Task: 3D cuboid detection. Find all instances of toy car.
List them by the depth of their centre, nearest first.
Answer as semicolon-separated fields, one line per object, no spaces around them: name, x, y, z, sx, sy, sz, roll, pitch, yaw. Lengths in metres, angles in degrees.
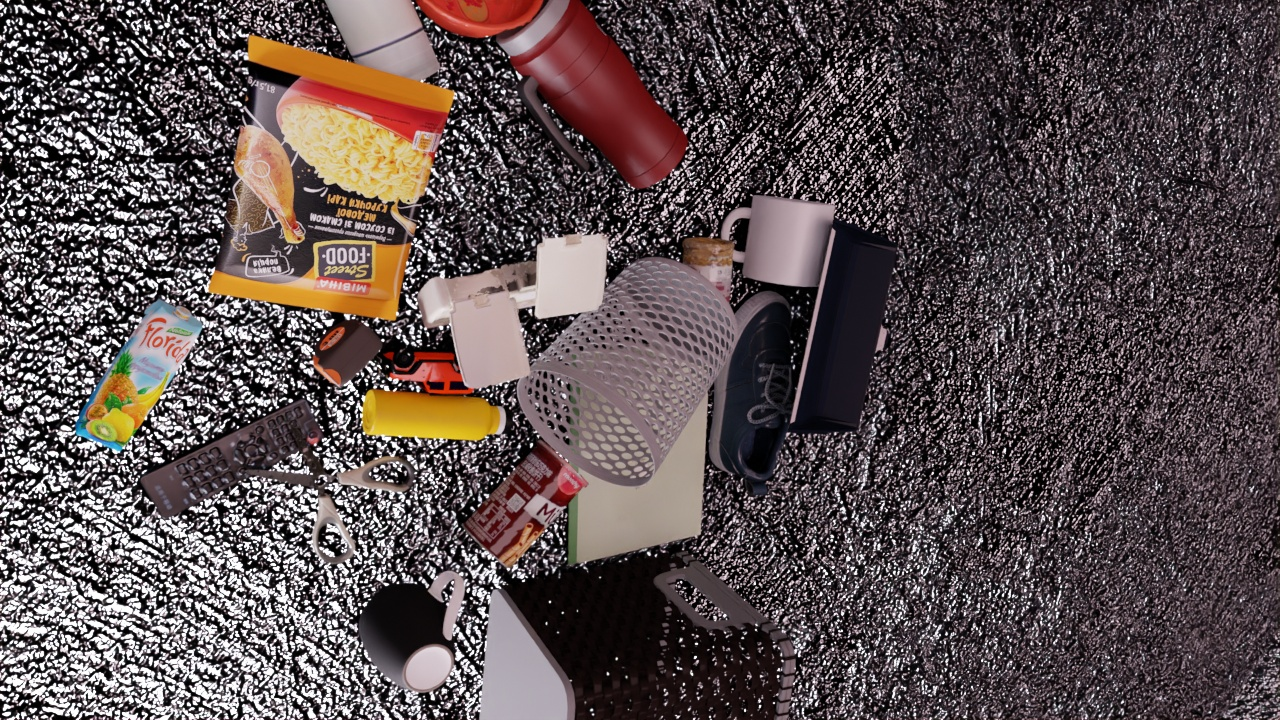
toy car;-0.202;0.007;0.878;0.100;0.051;0.049;1;103;-32

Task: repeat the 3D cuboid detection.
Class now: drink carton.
drink carton;-0.413;0.010;0.757;0.044;0.039;0.129;35;85;-34

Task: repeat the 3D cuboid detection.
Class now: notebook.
notebook;-0.001;0.103;1.057;0.181;0.010;0.253;-8;108;-30

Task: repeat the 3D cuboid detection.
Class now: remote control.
remote control;-0.364;0.084;0.822;0.150;0.022;0.047;-28;117;-24

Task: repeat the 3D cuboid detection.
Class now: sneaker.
sneaker;0.142;0.038;1.077;0.089;0.087;0.236;0;105;-32

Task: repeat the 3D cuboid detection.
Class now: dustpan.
dustpan;0.254;-0.032;1.096;0.272;0.080;0.236;-6;108;-74

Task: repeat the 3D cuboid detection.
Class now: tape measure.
tape measure;-0.266;-0.006;0.830;0.058;0.059;0.038;-51;125;-20

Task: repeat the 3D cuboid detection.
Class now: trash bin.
trash bin;-0.006;0.005;0.915;0.182;0.157;0.156;-52;126;-31

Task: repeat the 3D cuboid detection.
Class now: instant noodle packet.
instant noodle packet;-0.263;-0.143;0.779;0.159;0.032;0.221;9;116;-27

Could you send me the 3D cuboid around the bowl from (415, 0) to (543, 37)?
bowl;-0.150;-0.328;0.791;0.130;0.045;0.130;10;67;-23

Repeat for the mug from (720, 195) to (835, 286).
mug;0.151;-0.137;1.036;0.121;0.091;0.090;7;103;1

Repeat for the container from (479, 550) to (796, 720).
container;-0.018;0.374;0.991;0.243;0.247;0.246;0;105;-28

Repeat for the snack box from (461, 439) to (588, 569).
snack box;-0.120;0.150;0.960;0.121;0.072;0.072;-48;123;-10

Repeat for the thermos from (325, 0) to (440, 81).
thermos;-0.240;-0.333;0.742;0.067;0.068;0.230;-32;120;-20

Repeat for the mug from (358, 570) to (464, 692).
mug;-0.217;0.269;0.920;0.118;0.100;0.085;-49;123;-10

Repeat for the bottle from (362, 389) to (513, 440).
bottle;-0.196;0.055;0.901;0.143;0.043;0.043;7;101;-33

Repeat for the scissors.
scissors;-0.289;0.123;0.874;0.157;0.012;0.171;-15;119;-36

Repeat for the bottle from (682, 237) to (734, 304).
bottle;0.072;-0.081;1.017;0.056;0.056;0.105;-5;107;-30

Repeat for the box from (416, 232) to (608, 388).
box;-0.108;-0.038;0.824;0.143;0.188;0.105;-15;87;-22

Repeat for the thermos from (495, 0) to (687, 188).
thermos;-0.049;-0.248;0.874;0.198;0.084;0.108;42;80;-36
